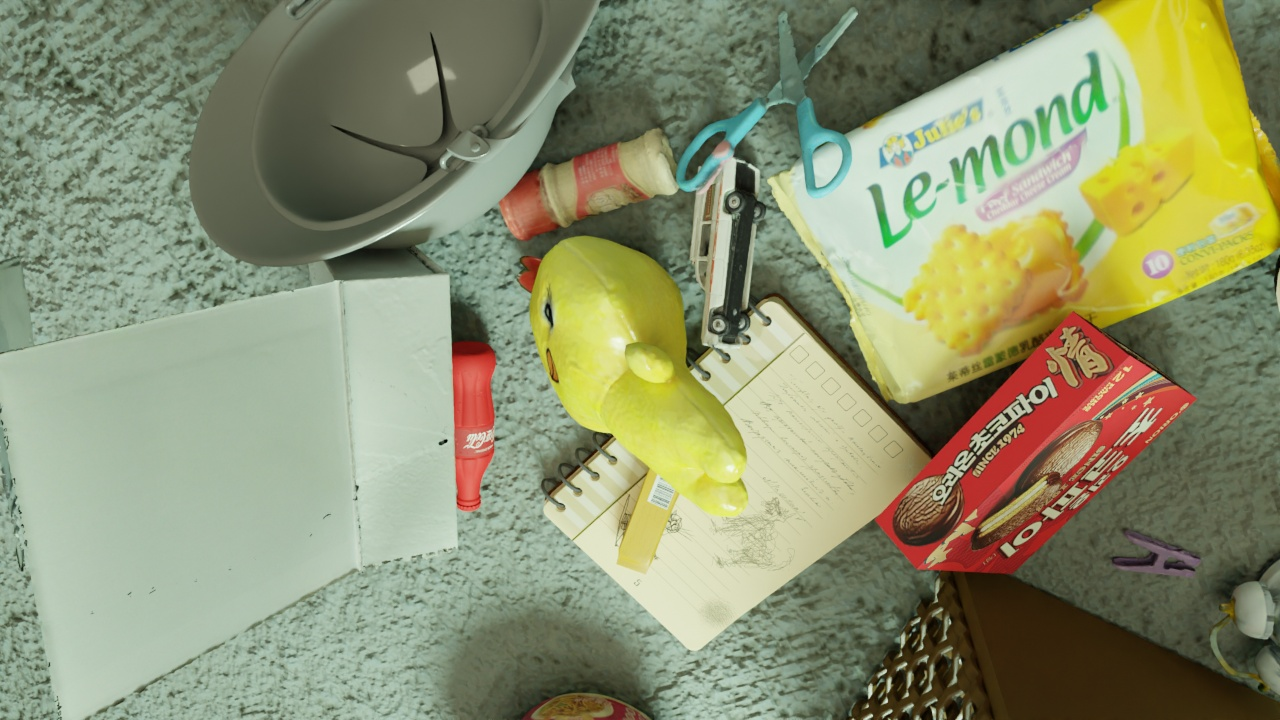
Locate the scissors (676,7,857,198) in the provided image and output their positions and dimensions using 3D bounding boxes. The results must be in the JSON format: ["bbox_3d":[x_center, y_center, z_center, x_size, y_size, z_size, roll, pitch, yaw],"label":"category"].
[{"bbox_3d":[0.080,-0.133,0.502,0.135,0.015,0.129,-50,50,15],"label":"scissors"}]

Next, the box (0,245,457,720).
[{"bbox_3d":[-0.200,0.036,0.481,0.165,0.329,0.167,9,109,24],"label":"box"}]

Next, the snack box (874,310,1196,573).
[{"bbox_3d":[0.227,0.056,0.523,0.152,0.132,0.036,-53,49,20],"label":"snack box"}]

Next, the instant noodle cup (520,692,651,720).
[{"bbox_3d":[-0.043,0.328,0.686,0.179,0.077,0.179,3,107,10],"label":"instant noodle cup"}]

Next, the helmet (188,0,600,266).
[{"bbox_3d":[-0.118,-0.144,0.532,0.271,0.118,0.183,-44,67,-3],"label":"helmet"}]

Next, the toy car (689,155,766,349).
[{"bbox_3d":[0.048,-0.064,0.551,0.039,0.039,0.113,9,94,32],"label":"toy car"}]

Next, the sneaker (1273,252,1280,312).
[{"bbox_3d":[0.470,-0.026,0.427,0.293,0.116,0.112,8,109,-9],"label":"sneaker"}]

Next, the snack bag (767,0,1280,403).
[{"bbox_3d":[0.214,-0.090,0.508,0.248,0.068,0.159,-24,100,17],"label":"snack bag"}]

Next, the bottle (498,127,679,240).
[{"bbox_3d":[-0.032,-0.107,0.562,0.109,0.044,0.044,-15,104,14],"label":"bottle"}]

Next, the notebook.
[{"bbox_3d":[0.057,0.081,0.616,0.167,0.024,0.226,45,110,-6],"label":"notebook"}]

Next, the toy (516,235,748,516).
[{"bbox_3d":[-0.003,0.003,0.535,0.092,0.207,0.134,-22,143,-13],"label":"toy"}]

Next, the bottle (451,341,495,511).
[{"bbox_3d":[-0.118,0.048,0.631,0.036,0.036,0.119,6,109,9],"label":"bottle"}]

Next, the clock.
[{"bbox_3d":[0.411,0.161,0.558,0.118,0.057,0.083,-27,101,25],"label":"clock"}]

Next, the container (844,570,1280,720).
[{"bbox_3d":[0.260,0.300,0.543,0.251,0.219,0.214,25,110,2],"label":"container"}]

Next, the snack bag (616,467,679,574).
[{"bbox_3d":[0.009,0.097,0.605,0.026,0.020,0.099,21,112,7],"label":"snack bag"}]

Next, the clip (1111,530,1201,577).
[{"bbox_3d":[0.329,0.127,0.585,0.051,0.013,0.032,16,111,3],"label":"clip"}]
